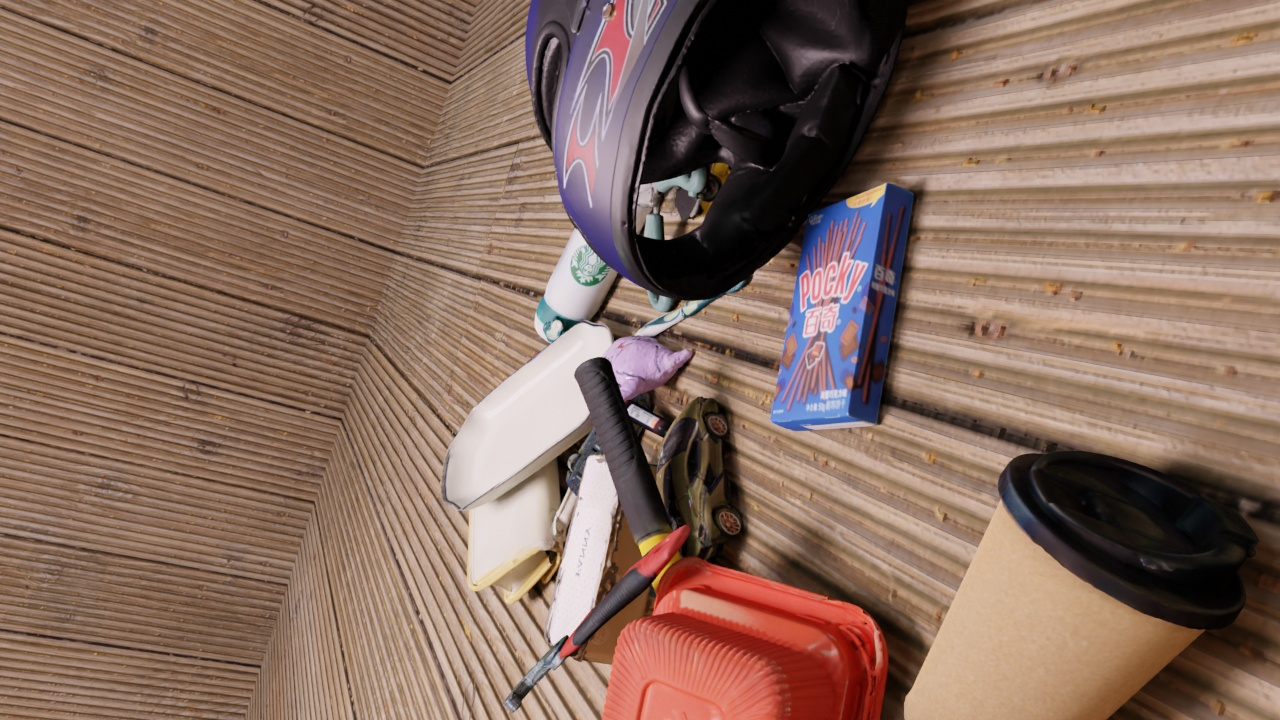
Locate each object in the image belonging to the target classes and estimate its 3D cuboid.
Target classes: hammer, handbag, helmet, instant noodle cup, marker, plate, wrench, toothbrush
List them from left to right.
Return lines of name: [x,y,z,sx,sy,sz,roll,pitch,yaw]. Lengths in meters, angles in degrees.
plate: [-0.114,0.065,0.976,0.266,0.034,0.161,-37,34,23]
handbag: [-0.106,0.152,0.970,0.179,0.063,0.163,-40,37,27]
wrench: [-0.034,0.184,0.643,0.056,0.016,0.274,-44,-6,-48]
marker: [-0.005,0.047,0.819,0.124,0.015,0.018,24,72,46]
hammer: [0.009,0.127,0.656,0.129,0.032,0.300,-49,51,39]
helmet: [0.030,-0.223,0.678,0.240,0.247,0.315,38,101,46]
toothbrush: [0.038,-0.047,0.830,0.192,0.018,0.016,-27,50,58]
instant noodle cup: [0.043,0.211,0.510,0.165,0.079,0.188,3,78,43]

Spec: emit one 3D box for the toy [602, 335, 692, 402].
toy: [-0.005,0.005,0.846,0.083,0.039,0.108,-33,24,-9]

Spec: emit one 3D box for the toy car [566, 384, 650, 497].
toy car: [-0.028,0.078,0.865,0.120,0.036,0.054,-61,29,0]

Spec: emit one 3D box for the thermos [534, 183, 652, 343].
thermos: [-0.050,-0.115,1.005,0.225,0.073,0.073,-60,27,26]

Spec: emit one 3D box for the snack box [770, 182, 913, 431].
snack box: [0.132,-0.033,0.608,0.085,0.026,0.157,-13,62,63]

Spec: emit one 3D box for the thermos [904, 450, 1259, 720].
thermos: [0.168,0.108,0.373,0.093,0.093,0.143,-114,39,-56]

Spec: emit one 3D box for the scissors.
scissors: [0.028,-0.139,0.849,0.178,0.019,0.170,138,129,-66]

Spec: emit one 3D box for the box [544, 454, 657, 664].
box: [-0.022,0.159,0.770,0.090,0.061,0.184,0,72,64]

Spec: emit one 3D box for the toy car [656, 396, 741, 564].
toy car: [0.039,0.095,0.707,0.070,0.042,0.157,-49,30,40]

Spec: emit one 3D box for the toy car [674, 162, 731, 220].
toy car: [0.069,-0.202,0.841,0.071,0.041,0.156,-129,53,-63]
